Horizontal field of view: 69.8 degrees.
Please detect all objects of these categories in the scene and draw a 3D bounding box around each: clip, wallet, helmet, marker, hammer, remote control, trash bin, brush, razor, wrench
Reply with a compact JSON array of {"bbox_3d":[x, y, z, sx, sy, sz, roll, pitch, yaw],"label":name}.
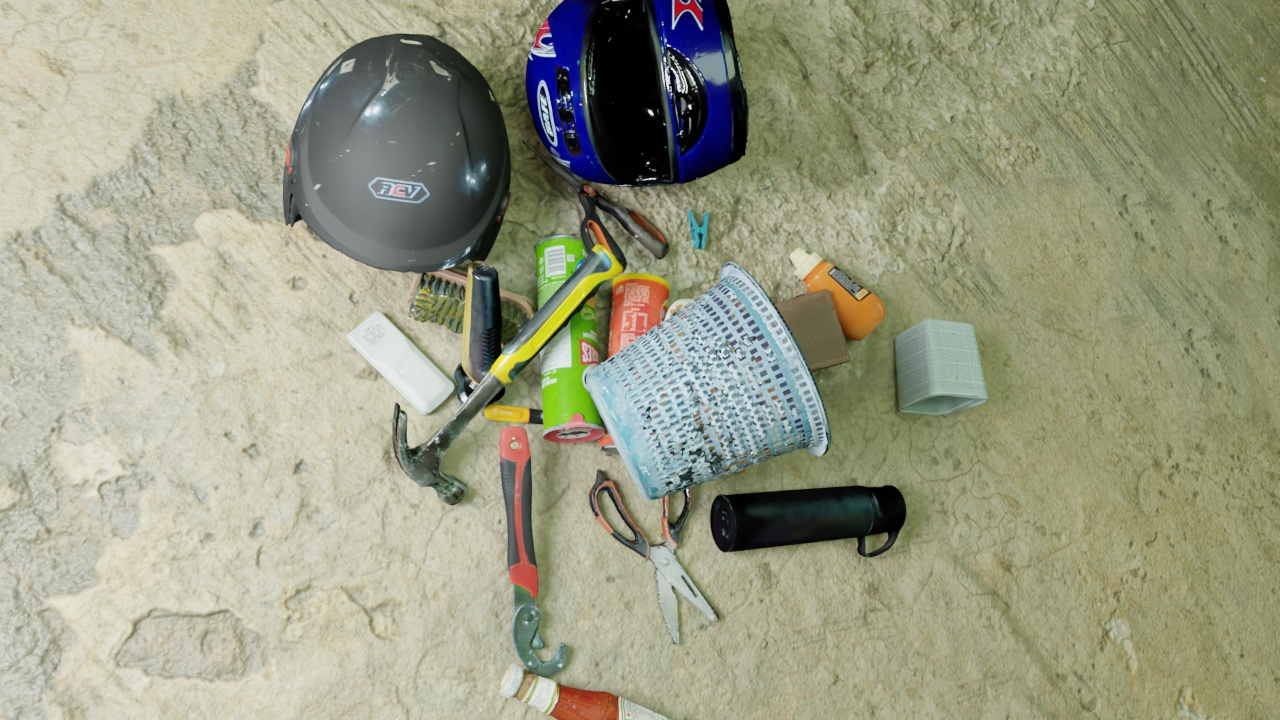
[{"bbox_3d":[0.077,-0.172,1.205,0.038,0.013,0.055,3,75,-19],"label":"clip"},{"bbox_3d":[0.200,-0.031,1.186,0.124,0.032,0.101,-16,83,-3],"label":"wallet"},{"bbox_3d":[-0.252,-0.214,0.978,0.233,0.231,0.274,9,34,-18],"label":"helmet"},{"bbox_3d":[-0.118,0.065,1.066,0.123,0.015,0.018,8,79,-21],"label":"marker"},{"bbox_3d":[-0.140,0.002,0.987,0.323,0.032,0.126,-49,128,-7],"label":"hammer"},{"bbox_3d":[-0.266,0.003,1.024,0.125,0.024,0.048,45,65,-3],"label":"remote control"},{"bbox_3d":[0.058,0.038,0.962,0.195,0.227,0.226,-26,85,-4],"label":"trash bin"},{"bbox_3d":[-0.012,-0.315,1.060,0.240,0.315,0.247,-11,117,3],"label":"helmet"},{"bbox_3d":[-0.190,-0.067,1.054,0.145,0.063,0.073,17,40,-16],"label":"brush"},{"bbox_3d":[-0.177,-0.028,1.007,0.068,0.168,0.062,25,33,34],"label":"razor"},{"bbox_3d":[-0.124,0.207,0.993,0.056,0.016,0.273,-9,91,-21],"label":"wrench"}]

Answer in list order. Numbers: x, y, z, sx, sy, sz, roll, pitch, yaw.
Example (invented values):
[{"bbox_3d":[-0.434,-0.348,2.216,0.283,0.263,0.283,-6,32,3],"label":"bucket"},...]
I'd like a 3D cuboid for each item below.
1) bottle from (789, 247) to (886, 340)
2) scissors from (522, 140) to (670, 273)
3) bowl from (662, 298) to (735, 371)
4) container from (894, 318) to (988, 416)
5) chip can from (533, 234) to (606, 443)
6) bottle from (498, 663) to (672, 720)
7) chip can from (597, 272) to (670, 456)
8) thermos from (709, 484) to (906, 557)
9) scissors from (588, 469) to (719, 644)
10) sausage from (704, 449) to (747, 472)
[{"bbox_3d":[0.257,-0.095,1.226,0.149,0.067,0.066,45,65,5],"label":"bottle"},{"bbox_3d":[-0.052,-0.189,1.124,0.220,0.022,0.228,27,38,-26],"label":"scissors"},{"bbox_3d":[0.081,-0.022,1.108,0.113,0.062,0.113,15,71,-53],"label":"bowl"},{"bbox_3d":[0.401,0.009,1.234,0.090,0.090,0.111,6,70,-19],"label":"container"},{"bbox_3d":[-0.084,-0.026,1.065,0.072,0.072,0.235,2,71,-20],"label":"chip can"},{"bbox_3d":[-0.053,0.380,0.979,0.206,0.060,0.059,27,68,-9],"label":"bottle"},{"bbox_3d":[-0.006,0.006,1.092,0.073,0.073,0.216,10,72,-18],"label":"chip can"},{"bbox_3d":[0.209,0.201,1.119,0.242,0.069,0.090,0,79,-20],"label":"thermos"},{"bbox_3d":[0.021,0.213,1.075,0.189,0.015,0.225,19,69,-15],"label":"scissors"},{"bbox_3d":[0.077,0.116,1.092,0.165,0.022,0.021,15,68,-42],"label":"sausage"}]
